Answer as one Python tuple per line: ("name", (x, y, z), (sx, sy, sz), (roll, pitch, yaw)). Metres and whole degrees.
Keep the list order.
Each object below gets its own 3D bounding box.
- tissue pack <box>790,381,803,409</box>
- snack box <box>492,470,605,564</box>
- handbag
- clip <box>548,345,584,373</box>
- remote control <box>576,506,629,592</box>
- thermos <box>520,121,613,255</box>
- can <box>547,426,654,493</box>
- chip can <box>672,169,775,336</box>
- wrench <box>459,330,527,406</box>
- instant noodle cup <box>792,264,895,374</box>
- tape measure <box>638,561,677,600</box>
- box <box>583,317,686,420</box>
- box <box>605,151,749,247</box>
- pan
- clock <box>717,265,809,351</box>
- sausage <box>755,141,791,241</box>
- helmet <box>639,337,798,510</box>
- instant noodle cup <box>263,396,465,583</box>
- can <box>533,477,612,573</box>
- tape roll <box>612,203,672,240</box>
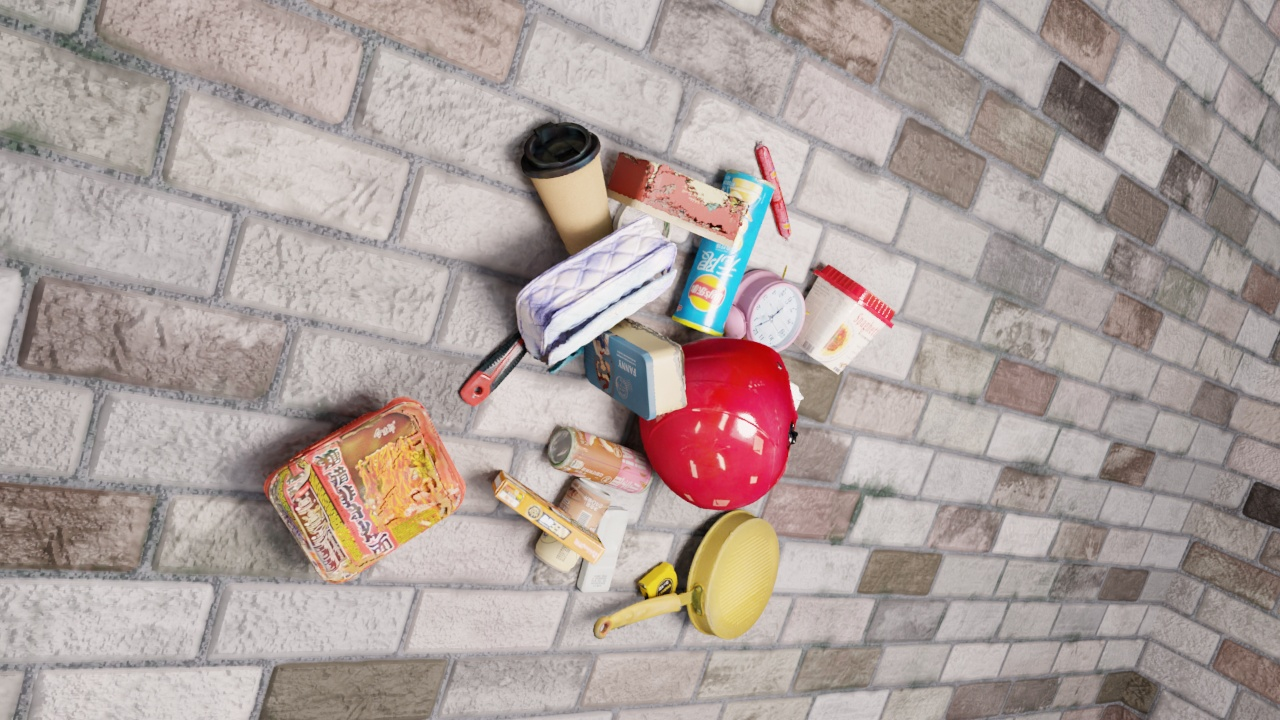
("tissue pack", (0.152, 0.052, 1.304), (0.139, 0.090, 0.063), (-14, 119, -31))
("snack box", (-0.115, 0.194, 1.139), (0.153, 0.075, 0.026), (37, 86, -11))
("handbag", (-0.049, -0.078, 1.066), (0.193, 0.075, 0.134), (-33, 167, -16))
("clip", (-0.095, -0.007, 1.156), (0.054, 0.013, 0.033), (-24, 121, -26))
("remote control", (-0.051, 0.265, 1.284), (0.049, 0.024, 0.125), (8, 103, -37))
("thermos", (-0.077, -0.195, 1.055), (0.093, 0.093, 0.143), (-36, 133, -19))
("can", (-0.051, 0.133, 1.211), (0.147, 0.058, 0.058), (24, 92, -39))
("chip can", (0.111, -0.141, 1.213), (0.071, 0.071, 0.210), (15, 98, -38))
("wrench", (-0.115, -0.047, 1.117), (0.273, 0.016, 0.056), (-44, 124, -10))
("instant noodle cup", (0.288, -0.058, 1.353), (0.116, 0.116, 0.124), (29, 102, -39))
("tape measure", (0.026, 0.332, 1.359), (0.059, 0.029, 0.057), (-34, 124, -30))
("box", (-0.007, 0.006, 1.115), (0.059, 0.184, 0.090), (-14, 111, -24))
("box", (0.049, -0.202, 1.114), (0.168, 0.091, 0.076), (14, 102, -38))
("pan", (0.079, 0.342, 1.360), (0.356, 0.078, 0.198), (-16, 111, -46))
("clock", (0.163, -0.054, 1.291), (0.158, 0.060, 0.117), (-42, 125, -13))
("sausage", (0.185, -0.231, 1.265), (0.020, 0.020, 0.156), (-36, 125, -20))
("helmet", (0.093, 0.098, 1.177), (0.143, 0.207, 0.240), (-44, 126, -67))
("instant noodle cup", (-0.304, 0.135, 1.019), (0.188, 0.079, 0.165), (-31, 123, -21))
("can", (-0.089, 0.217, 1.215), (0.058, 0.058, 0.116), (32, 88, -39))
("tape roll", (0.003, -0.167, 1.164), (0.085, 0.014, 0.086), (-13, 114, -31))
